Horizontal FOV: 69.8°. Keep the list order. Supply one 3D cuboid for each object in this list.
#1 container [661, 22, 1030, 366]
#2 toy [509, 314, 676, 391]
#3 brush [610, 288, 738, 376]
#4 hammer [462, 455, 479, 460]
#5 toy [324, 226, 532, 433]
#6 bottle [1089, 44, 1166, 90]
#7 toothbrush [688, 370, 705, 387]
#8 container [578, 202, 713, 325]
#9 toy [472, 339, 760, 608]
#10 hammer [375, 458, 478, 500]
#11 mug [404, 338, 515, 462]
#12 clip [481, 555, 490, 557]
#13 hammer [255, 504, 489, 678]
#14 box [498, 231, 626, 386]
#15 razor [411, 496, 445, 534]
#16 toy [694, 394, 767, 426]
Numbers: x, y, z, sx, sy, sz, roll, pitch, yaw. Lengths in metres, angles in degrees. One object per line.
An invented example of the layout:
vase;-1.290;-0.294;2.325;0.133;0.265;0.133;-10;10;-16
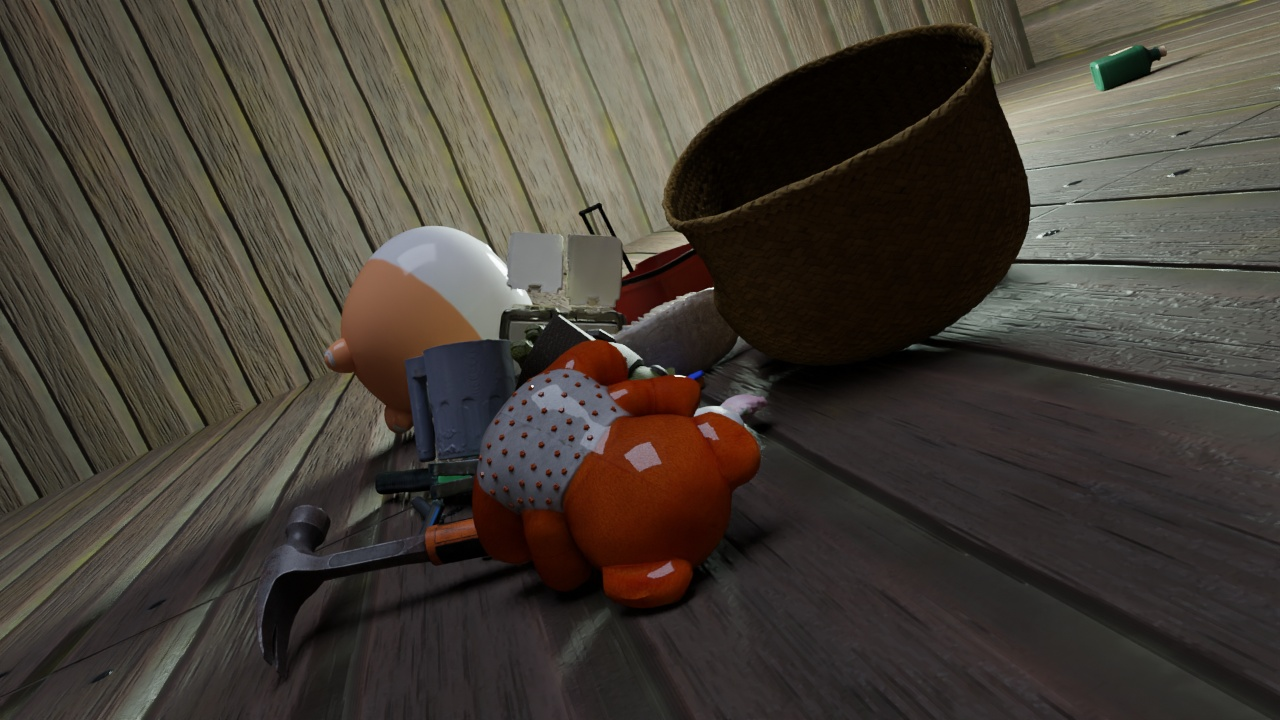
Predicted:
container;0.188;-0.141;0.824;0.307;0.196;0.306;-27;28;15
toy;-0.040;0.019;0.810;0.178;0.153;0.078;-59;-7;-59
brush;-0.006;0.005;0.939;0.270;0.083;0.057;-30;15;-31
hammer;-0.159;0.031;1.092;0.025;0.118;0.332;-20;6;14
toy;-0.291;-0.044;1.290;0.280;0.263;0.266;-48;19;-23
bottle;0.984;-0.596;1.845;0.131;0.061;0.061;-19;14;18
toothbrush;0.003;0.056;0.873;0.182;0.018;0.016;-35;17;-37
container;0.019;-0.112;1.132;0.127;0.201;0.147;-13;15;42
toy;-0.016;0.073;0.574;0.173;0.093;0.163;23;73;34
hammer;-0.183;0.111;0.872;0.130;0.032;0.320;-5;-5;-36
mug;-0.173;0.041;0.874;0.124;0.104;0.083;-11;-6;32
clip;-0.103;0.123;0.700;0.061;0.041;0.024;-27;13;3
hammer;-0.127;0.136;0.646;0.315;0.035;0.137;-13;38;13
box;-0.086;-0.053;1.035;0.143;0.184;0.050;3;7;-8
razor;-0.194;0.142;0.843;0.042;0.022;0.144;-67;17;-7
toy;0.047;0.059;0.712;0.122;0.038;0.079;-28;0;-22
